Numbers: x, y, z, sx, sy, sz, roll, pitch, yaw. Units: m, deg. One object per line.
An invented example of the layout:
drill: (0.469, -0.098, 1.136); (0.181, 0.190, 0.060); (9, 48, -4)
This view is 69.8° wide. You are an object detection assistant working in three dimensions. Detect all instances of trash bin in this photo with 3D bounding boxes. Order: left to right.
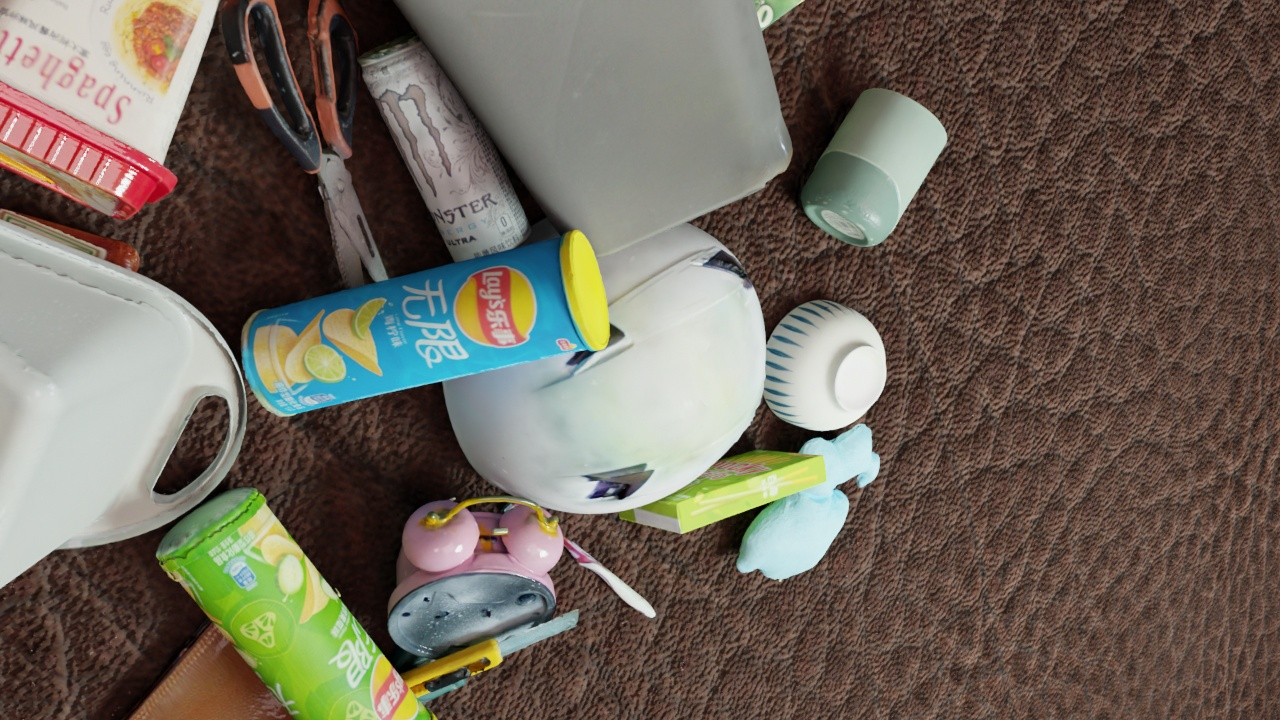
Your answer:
trash bin: (-0.023, -0.205, 0.550); (0.199, 0.198, 0.220); (-23, 127, 10)

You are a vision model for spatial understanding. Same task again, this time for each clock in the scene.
clock: (-0.116, 0.148, 0.649); (0.117, 0.059, 0.159); (6, 133, -21)

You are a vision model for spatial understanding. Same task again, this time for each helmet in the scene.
helmet: (-0.004, 0.004, 0.656); (0.258, 0.146, 0.229); (-20, 113, -24)

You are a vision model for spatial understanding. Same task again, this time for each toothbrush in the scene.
toothbrush: (-0.047, 0.168, 0.756); (0.017, 0.016, 0.187); (-45, 121, -2)

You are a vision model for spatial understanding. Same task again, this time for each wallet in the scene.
wallet: (-0.289, 0.239, 0.632); (0.101, 0.032, 0.124); (44, 80, -28)

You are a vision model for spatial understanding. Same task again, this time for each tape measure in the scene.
tape measure: (-0.163, 0.234, 0.703); (0.054, 0.025, 0.058); (-21, 113, -24)

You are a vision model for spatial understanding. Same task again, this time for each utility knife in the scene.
utility knife: (-0.140, 0.225, 0.665); (0.218, 0.015, 0.033); (-24, 135, 8)

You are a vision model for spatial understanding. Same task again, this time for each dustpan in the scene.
dustpan: (-0.365, 0.015, 0.493); (0.257, 0.142, 0.223); (34, 110, -6)

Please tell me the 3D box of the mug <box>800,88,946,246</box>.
mug: (0.194, -0.151, 0.770); (0.106, 0.082, 0.111); (-59, 154, -3)

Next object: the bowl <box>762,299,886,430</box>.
bowl: (0.170, 0.009, 0.803); (0.116, 0.066, 0.116); (-9, 108, -28)

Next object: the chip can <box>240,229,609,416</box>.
chip can: (-0.128, -0.020, 0.553); (0.210, 0.071, 0.071); (-12, 114, 11)

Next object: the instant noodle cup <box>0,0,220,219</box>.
instant noodle cup: (-0.288, -0.153, 0.479); (0.116, 0.117, 0.124); (29, 76, -32)

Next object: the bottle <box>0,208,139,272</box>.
bottle: (-0.378, -0.064, 0.475); (0.205, 0.060, 0.060); (17, 95, -32)

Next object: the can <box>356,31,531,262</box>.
can: (-0.125, -0.137, 0.598); (0.058, 0.058, 0.147); (-32, 119, -18)

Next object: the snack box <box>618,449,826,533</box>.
snack box: (0.067, 0.103, 0.750); (0.156, 0.086, 0.026); (-12, 96, -33)

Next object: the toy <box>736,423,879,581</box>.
toy: (0.154, 0.137, 0.839); (0.161, 0.050, 0.156); (-16, 121, -26)

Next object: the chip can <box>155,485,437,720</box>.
chip can: (-0.222, 0.185, 0.605); (0.072, 0.073, 0.221); (-36, 106, -16)

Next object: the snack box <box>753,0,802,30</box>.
snack box: (0.038, -0.345, 0.629); (0.114, 0.063, 0.240); (-39, 120, -14)

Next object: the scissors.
scissors: (-0.189, -0.131, 0.564); (0.197, 0.015, 0.213); (40, 54, -68)
